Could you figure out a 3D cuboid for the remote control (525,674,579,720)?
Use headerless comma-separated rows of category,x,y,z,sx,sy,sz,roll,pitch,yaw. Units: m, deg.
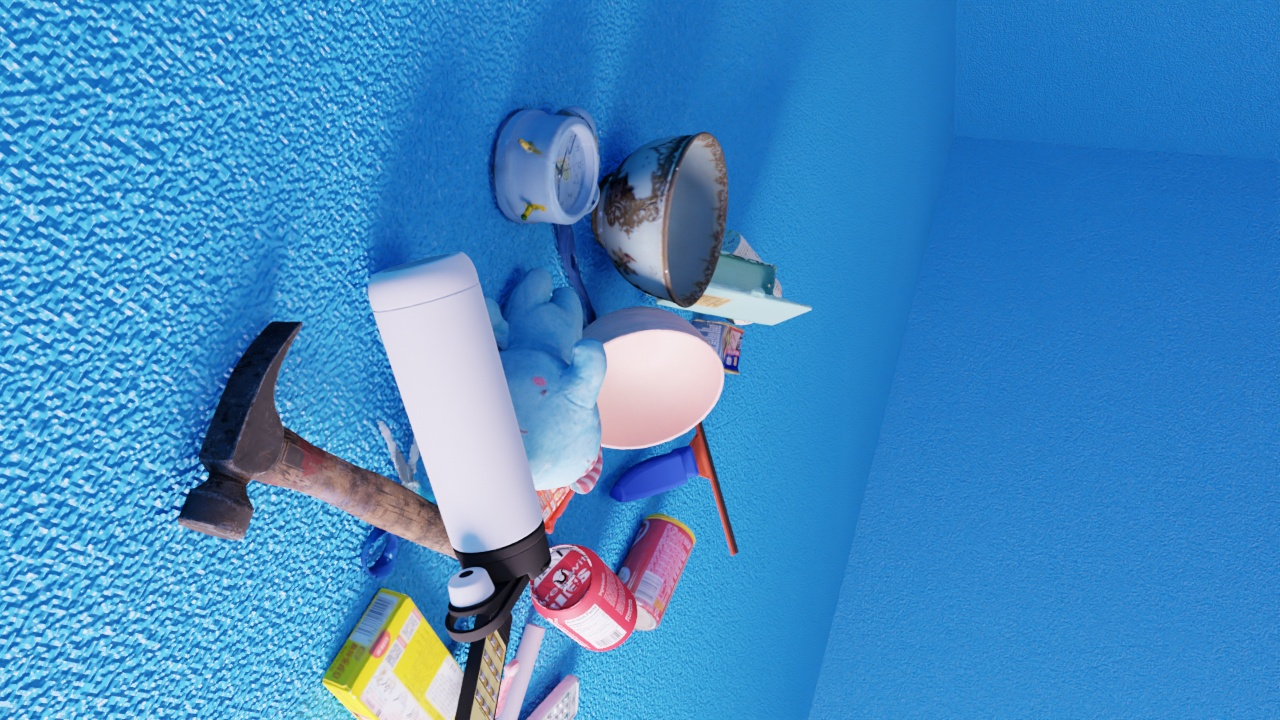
remote control,-0.100,0.364,0.910,0.133,0.022,0.050,-29,126,-61

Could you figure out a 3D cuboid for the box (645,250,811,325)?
box,0.106,-0.081,1.014,0.188,0.092,0.077,9,94,-41

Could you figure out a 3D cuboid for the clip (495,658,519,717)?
clip,-0.131,0.285,0.813,0.060,0.043,0.023,-54,157,11

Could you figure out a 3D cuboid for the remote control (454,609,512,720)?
remote control,-0.128,0.256,0.753,0.058,0.013,0.133,77,13,-45

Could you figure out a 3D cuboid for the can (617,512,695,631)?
can,0.012,0.244,1.064,0.067,0.067,0.124,77,33,-45

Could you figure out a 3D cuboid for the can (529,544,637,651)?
can,-0.054,0.232,0.892,0.142,0.074,0.074,62,44,-56

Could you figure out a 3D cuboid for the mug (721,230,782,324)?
mug,0.117,-0.119,1.143,0.097,0.081,0.121,52,23,-37

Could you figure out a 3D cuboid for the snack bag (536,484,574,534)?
snack bag,-0.094,0.128,0.806,0.154,0.044,0.087,-59,145,-30

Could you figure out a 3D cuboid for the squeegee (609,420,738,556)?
squeegee,0.024,0.128,1.043,0.184,0.055,0.249,-15,89,-57

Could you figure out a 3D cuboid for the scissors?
scissors,-0.167,0.095,0.642,0.116,0.014,0.130,-54,147,-43

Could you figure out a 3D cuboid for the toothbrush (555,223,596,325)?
toothbrush,-0.059,-0.081,0.819,0.021,0.016,0.132,-59,148,-41

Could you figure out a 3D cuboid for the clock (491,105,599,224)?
clock,-0.065,-0.153,0.721,0.124,0.052,0.089,-37,132,-58

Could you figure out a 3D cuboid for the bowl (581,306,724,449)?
bowl,-0.005,0.005,0.851,0.076,0.153,0.153,-105,-179,-46

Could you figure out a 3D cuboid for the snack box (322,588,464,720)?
snack box,-0.174,0.239,0.677,0.152,0.025,0.075,76,33,-46

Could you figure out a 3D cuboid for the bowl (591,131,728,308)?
bowl,0.012,-0.134,0.855,0.159,0.094,0.160,11,90,-68

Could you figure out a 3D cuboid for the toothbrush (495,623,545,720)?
toothbrush,-0.125,0.337,0.843,0.018,0.019,0.187,45,59,-61

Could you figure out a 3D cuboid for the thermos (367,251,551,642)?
thermos,-0.119,0.052,0.588,0.101,0.069,0.230,-41,120,-62

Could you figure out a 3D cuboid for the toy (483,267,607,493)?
toy,-0.072,0.014,0.710,0.183,0.115,0.180,35,59,-42

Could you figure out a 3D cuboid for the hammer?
hammer,-0.157,0.094,0.615,0.330,0.033,0.119,50,49,-59

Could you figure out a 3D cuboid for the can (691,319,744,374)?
can,0.094,-0.017,1.158,0.099,0.054,0.059,14,85,-68
